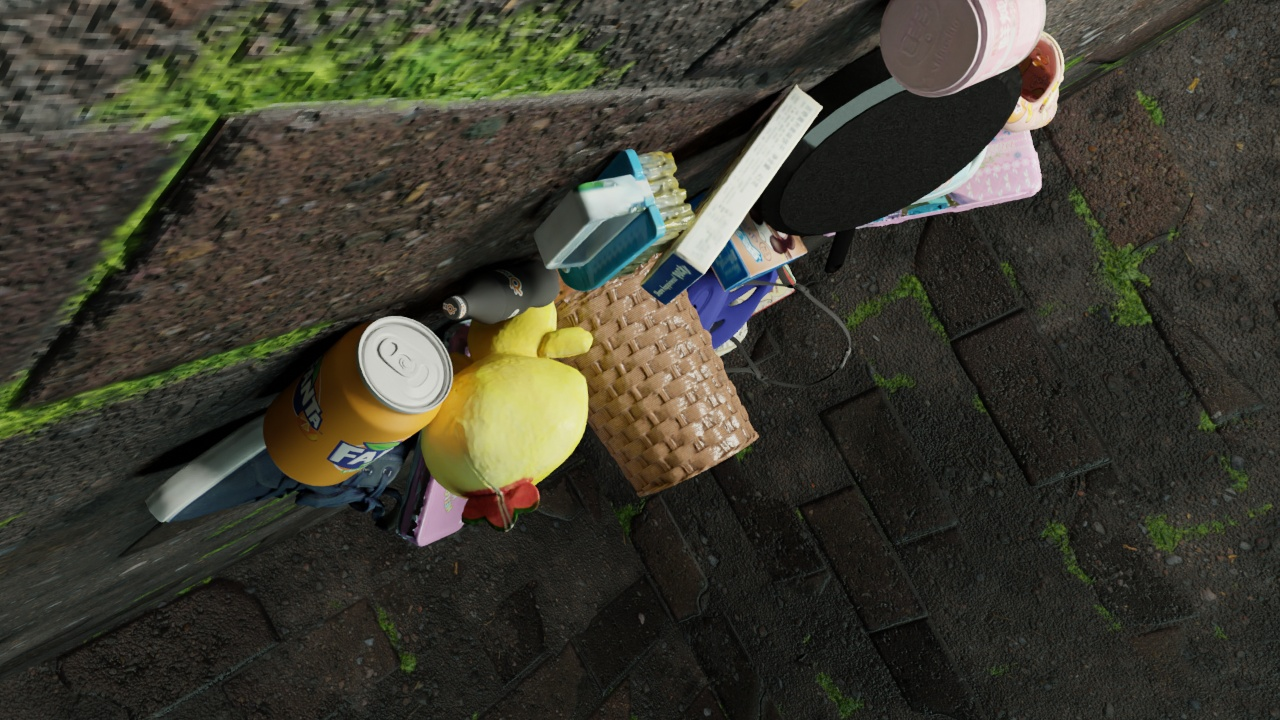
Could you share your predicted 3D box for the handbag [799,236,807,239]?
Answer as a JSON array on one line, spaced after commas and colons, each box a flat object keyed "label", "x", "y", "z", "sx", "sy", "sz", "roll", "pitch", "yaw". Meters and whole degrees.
[{"label": "handbag", "x": 0.219, "y": -0.198, "z": 1.146, "sx": 0.166, "sy": 0.063, "sz": 0.138, "roll": -29, "pitch": -172, "yaw": 6}]

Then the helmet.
[{"label": "helmet", "x": 0.100, "y": -0.045, "z": 0.974, "sx": 0.240, "sy": 0.228, "sz": 0.148, "roll": -28, "pitch": 146, "yaw": -42}]

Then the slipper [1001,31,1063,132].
[{"label": "slipper", "x": 0.377, "y": -0.278, "z": 0.898, "sx": 0.196, "sy": 0.093, "sz": 0.082, "roll": -37, "pitch": 165, "yaw": -52}]

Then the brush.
[{"label": "brush", "x": -0.030, "y": -0.079, "z": 0.581, "sx": 0.075, "sy": 0.055, "sz": 0.136, "roll": -17, "pitch": 173, "yaw": -29}]

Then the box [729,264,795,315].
[{"label": "box", "x": 0.080, "y": -0.085, "z": 1.136, "sx": 0.206, "sy": 0.117, "sz": 0.050, "roll": -28, "pitch": -145, "yaw": 18}]

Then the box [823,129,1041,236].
[{"label": "box", "x": 0.306, "y": -0.194, "z": 1.005, "sx": 0.231, "sy": 0.084, "sz": 0.077, "roll": -10, "pitch": 173, "yaw": 12}]

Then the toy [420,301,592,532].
[{"label": "toy", "x": -0.102, "y": 0.023, "z": 0.681, "sx": 0.134, "sy": 0.092, "sz": 0.207, "roll": -20, "pitch": -142, "yaw": 19}]

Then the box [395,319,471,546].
[{"label": "box", "x": -0.166, "y": 0.063, "z": 0.817, "sx": 0.076, "sy": 0.036, "sz": 0.214, "roll": -17, "pitch": 129, "yaw": -61}]

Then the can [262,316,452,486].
[{"label": "can", "x": -0.195, "y": 0.030, "z": 0.629, "sx": 0.143, "sy": 0.079, "sz": 0.078, "roll": -31, "pitch": 178, "yaw": 40}]

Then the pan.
[{"label": "pan", "x": 0.197, "y": -0.148, "z": 0.793, "sx": 0.225, "sy": 0.034, "sz": 0.357, "roll": -20, "pitch": 160, "yaw": -5}]

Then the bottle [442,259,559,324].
[{"label": "bottle", "x": -0.099, "y": -0.047, "z": 0.654, "sx": 0.036, "sy": 0.036, "sz": 0.109, "roll": -30, "pitch": 178, "yaw": 33}]

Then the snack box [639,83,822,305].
[{"label": "snack box", "x": 0.059, "y": -0.110, "z": 0.617, "sx": 0.149, "sy": 0.026, "sz": 0.082, "roll": -55, "pitch": -172, "yaw": -17}]

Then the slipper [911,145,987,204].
[{"label": "slipper", "x": 0.255, "y": -0.202, "z": 0.899, "sx": 0.245, "sy": 0.104, "sz": 0.074, "roll": -24, "pitch": 180, "yaw": -22}]

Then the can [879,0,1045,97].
[{"label": "can", "x": 0.186, "y": -0.193, "z": 0.532, "sx": 0.076, "sy": 0.067, "sz": 0.067, "roll": -29, "pitch": 178, "yaw": -37}]

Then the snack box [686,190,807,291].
[{"label": "snack box", "x": 0.101, "y": -0.122, "z": 0.870, "sx": 0.034, "sy": 0.087, "sz": 0.151, "roll": -29, "pitch": 179, "yaw": 33}]

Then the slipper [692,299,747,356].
[{"label": "slipper", "x": -0.004, "y": -0.009, "z": 1.080, "sx": 0.272, "sy": 0.114, "sz": 0.054, "roll": -23, "pitch": 169, "yaw": -9}]

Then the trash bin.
[{"label": "trash bin", "x": -0.005, "y": 0.005, "z": 0.814, "sx": 0.151, "sy": 0.210, "sz": 0.151, "roll": -28, "pitch": 178, "yaw": -1}]

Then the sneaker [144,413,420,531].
[{"label": "sneaker", "x": -0.262, "y": 0.096, "z": 0.782, "sx": 0.121, "sy": 0.127, "sz": 0.293, "roll": -32, "pitch": 175, "yaw": 36}]
